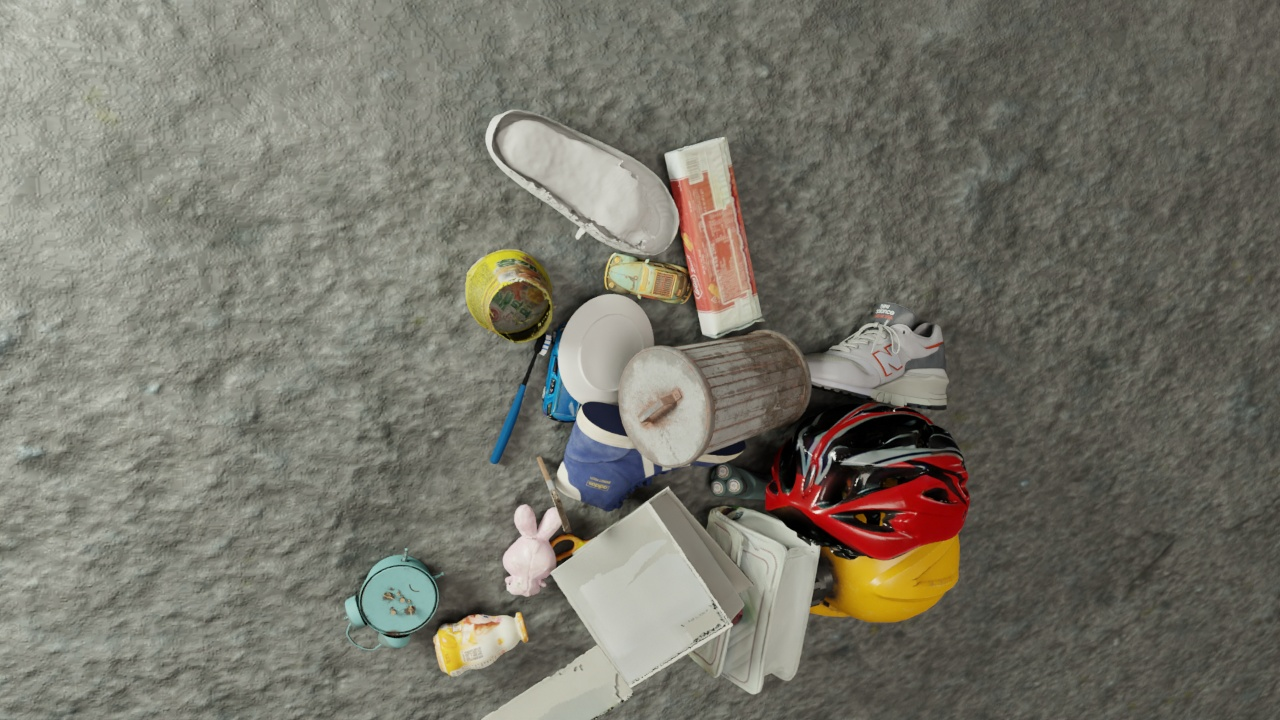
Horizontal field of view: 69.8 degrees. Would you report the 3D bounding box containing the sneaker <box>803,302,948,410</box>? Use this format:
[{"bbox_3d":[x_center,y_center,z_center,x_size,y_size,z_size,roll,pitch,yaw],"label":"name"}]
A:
[{"bbox_3d":[0.293,-0.012,1.150,0.239,0.089,0.124,12,90,-26],"label":"sneaker"}]

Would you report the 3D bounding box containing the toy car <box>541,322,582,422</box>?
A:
[{"bbox_3d":[-0.080,0.016,1.070,0.056,0.043,0.120,9,100,-17],"label":"toy car"}]

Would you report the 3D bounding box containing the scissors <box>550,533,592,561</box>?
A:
[{"bbox_3d":[-0.052,0.234,1.145,0.130,0.013,0.070,-21,108,-9],"label":"scissors"}]

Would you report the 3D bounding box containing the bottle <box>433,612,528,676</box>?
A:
[{"bbox_3d":[-0.191,0.337,1.104,0.108,0.063,0.063,-14,106,-12],"label":"bottle"}]

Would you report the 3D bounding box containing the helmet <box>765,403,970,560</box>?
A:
[{"bbox_3d":[0.276,0.136,1.093,0.271,0.218,0.167,-7,108,-42],"label":"helmet"}]

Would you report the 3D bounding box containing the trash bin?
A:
[{"bbox_3d":[0.082,0.038,1.029,0.210,0.131,0.131,-12,108,-45],"label":"trash bin"}]

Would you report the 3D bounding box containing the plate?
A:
[{"bbox_3d":[-0.035,-0.009,1.058,0.134,0.011,0.134,-9,105,-36],"label":"plate"}]

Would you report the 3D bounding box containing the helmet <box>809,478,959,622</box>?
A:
[{"bbox_3d":[0.319,0.260,1.191,0.255,0.131,0.205,-12,105,-13],"label":"helmet"}]

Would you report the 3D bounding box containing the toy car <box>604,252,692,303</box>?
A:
[{"bbox_3d":[0.016,-0.093,1.069,0.111,0.047,0.047,8,99,-21],"label":"toy car"}]

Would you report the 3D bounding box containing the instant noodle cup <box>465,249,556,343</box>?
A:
[{"bbox_3d":[-0.138,-0.065,1.001,0.102,0.108,0.102,-4,106,-14],"label":"instant noodle cup"}]

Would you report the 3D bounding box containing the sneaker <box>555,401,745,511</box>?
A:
[{"bbox_3d":[0.008,0.128,1.099,0.232,0.091,0.119,10,119,-35],"label":"sneaker"}]

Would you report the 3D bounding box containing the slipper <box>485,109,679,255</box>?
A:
[{"bbox_3d":[-0.063,-0.192,1.009,0.246,0.074,0.112,27,108,-26],"label":"slipper"}]

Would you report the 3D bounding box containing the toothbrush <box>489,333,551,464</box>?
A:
[{"bbox_3d":[-0.142,0.046,1.075,0.014,0.014,0.168,18,99,-30],"label":"toothbrush"}]

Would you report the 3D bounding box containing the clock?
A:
[{"bbox_3d":[-0.291,0.283,1.070,0.090,0.053,0.124,41,90,-19],"label":"clock"}]

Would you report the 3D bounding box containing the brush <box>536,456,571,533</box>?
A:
[{"bbox_3d":[-0.103,0.141,1.040,0.008,0.143,0.045,-21,116,-9],"label":"brush"}]

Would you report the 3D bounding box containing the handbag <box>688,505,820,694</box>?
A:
[{"bbox_3d":[0.130,0.294,1.143,0.096,0.142,0.198,-3,105,-46],"label":"handbag"}]

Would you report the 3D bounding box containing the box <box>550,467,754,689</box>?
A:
[{"bbox_3d":[0.048,0.214,1.193,0.169,0.402,0.171,-39,95,25],"label":"box"}]

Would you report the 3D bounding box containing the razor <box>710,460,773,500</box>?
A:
[{"bbox_3d":[0.156,0.160,1.171,0.142,0.052,0.047,12,101,-27],"label":"razor"}]

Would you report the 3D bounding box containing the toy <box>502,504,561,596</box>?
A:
[{"bbox_3d":[-0.130,0.227,1.105,0.063,0.047,0.110,14,92,-16],"label":"toy"}]

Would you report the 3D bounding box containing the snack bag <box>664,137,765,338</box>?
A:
[{"bbox_3d":[0.088,-0.142,1.075,0.077,0.041,0.225,-22,109,-27],"label":"snack bag"}]
